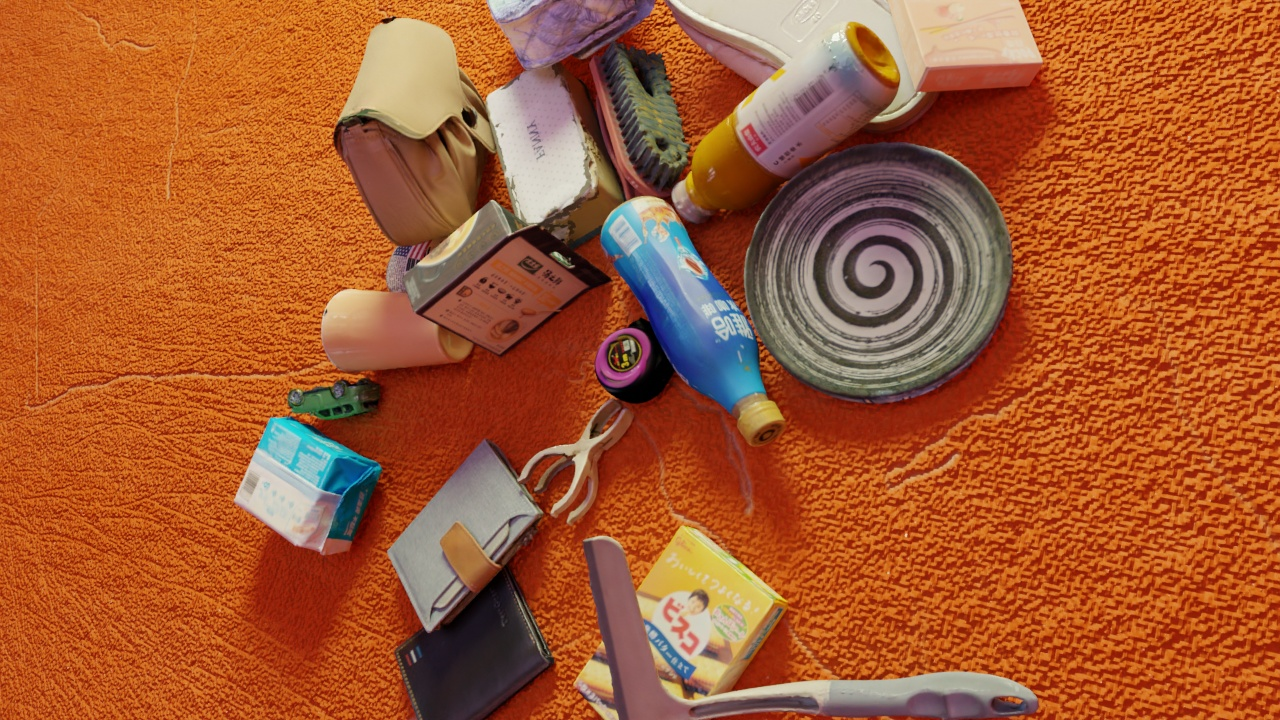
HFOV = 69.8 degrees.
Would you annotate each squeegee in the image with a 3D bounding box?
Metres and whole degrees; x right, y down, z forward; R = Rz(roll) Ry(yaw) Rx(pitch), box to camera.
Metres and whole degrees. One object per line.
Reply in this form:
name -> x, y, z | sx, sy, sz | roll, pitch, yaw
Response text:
squeegee -> 0.107, 0.208, 0.556 | 0.247, 0.039, 0.246 | -10, 95, 16

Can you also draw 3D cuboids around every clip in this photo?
clip -> -0.041, 0.085, 0.705 | 0.103, 0.035, 0.092 | -31, 55, 9

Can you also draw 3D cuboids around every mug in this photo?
mug -> -0.214, -0.027, 0.829 | 0.123, 0.078, 0.078 | 1, 73, 26

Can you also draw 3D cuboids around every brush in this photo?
brush -> -0.002, -0.191, 0.770 | 0.069, 0.063, 0.145 | -45, 51, 47

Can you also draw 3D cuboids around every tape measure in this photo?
tape measure -> -0.004, 0.004, 0.708 | 0.058, 0.039, 0.057 | -38, 57, 9

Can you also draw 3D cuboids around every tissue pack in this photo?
tissue pack -> -0.301, 0.111, 0.834 | 0.140, 0.063, 0.090 | 19, 85, 36

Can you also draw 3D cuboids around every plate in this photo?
plate -> 0.160, -0.059, 0.627 | 0.180, 0.024, 0.179 | -4, 81, 25

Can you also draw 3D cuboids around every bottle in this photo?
bottle -> 0.098, -0.164, 0.671 | 0.190, 0.068, 0.068 | -34, 56, 40
bottle -> 0.041, -0.031, 0.678 | 0.065, 0.065, 0.218 | -39, 58, 13

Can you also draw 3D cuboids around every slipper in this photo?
slipper -> 0.119, -0.268, 0.722 | 0.274, 0.054, 0.114 | 42, 100, 23

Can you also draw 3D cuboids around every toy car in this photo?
toy car -> -0.289, 0.037, 0.865 | 0.091, 0.043, 0.036 | -6, 92, 21

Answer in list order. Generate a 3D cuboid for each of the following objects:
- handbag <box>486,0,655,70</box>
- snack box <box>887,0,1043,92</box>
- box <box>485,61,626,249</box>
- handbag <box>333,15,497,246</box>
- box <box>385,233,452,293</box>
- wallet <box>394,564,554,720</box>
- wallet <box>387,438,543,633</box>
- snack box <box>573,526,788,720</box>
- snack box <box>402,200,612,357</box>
handbag -> -0.072, -0.340, 0.825 | 0.134, 0.075, 0.193 | -28, 44, 6
snack box -> 0.220, -0.261, 0.652 | 0.084, 0.026, 0.157 | -4, 66, -7
box -> -0.078, -0.188, 0.813 | 0.090, 0.059, 0.184 | -26, 59, 19
handbag -> -0.192, -0.206, 0.819 | 0.100, 0.148, 0.204 | -16, 46, 18
box -> -0.163, -0.091, 0.842 | 0.165, 0.057, 0.070 | -4, 47, 29
wallet -> -0.131, 0.231, 0.716 | 0.122, 0.020, 0.096 | -41, 56, 10
wallet -> -0.144, 0.140, 0.737 | 0.130, 0.037, 0.106 | -49, 45, 5
snack box -> 0.026, 0.195, 0.624 | 0.087, 0.033, 0.140 | 36, 91, 35
snack box -> -0.108, -0.067, 0.751 | 0.126, 0.113, 0.053 | -37, 57, 14
